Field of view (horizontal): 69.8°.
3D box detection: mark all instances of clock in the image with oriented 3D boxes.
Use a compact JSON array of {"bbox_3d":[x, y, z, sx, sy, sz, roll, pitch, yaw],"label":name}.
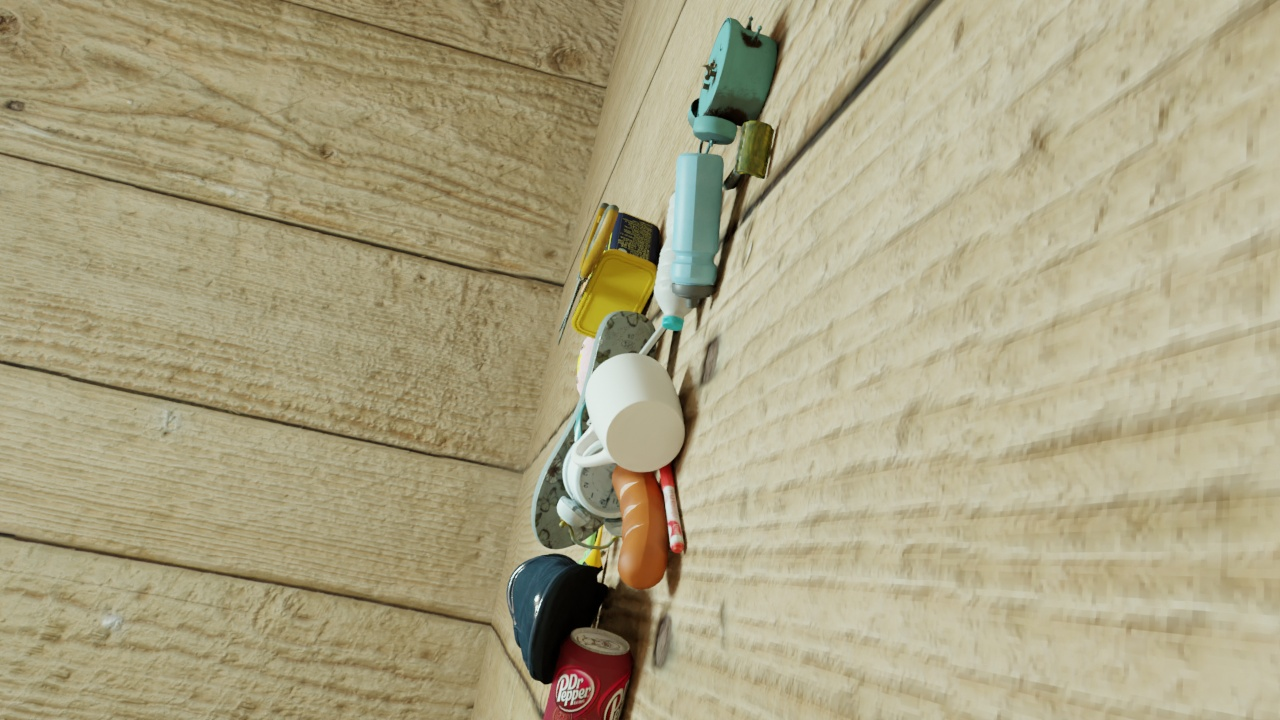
[{"bbox_3d":[-0.035,0.124,0.884,0.057,0.083,0.117,-166,90,-75],"label":"clock"},{"bbox_3d":[0.075,-0.231,0.793,0.090,0.053,0.124,-92,17,-61],"label":"clock"}]

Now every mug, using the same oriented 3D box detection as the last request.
[{"bbox_3d":[-0.016,0.058,0.802,0.114,0.081,0.087,-41,23,8],"label":"mug"}]

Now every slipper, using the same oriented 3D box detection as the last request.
[{"bbox_3d":[-0.091,0.234,0.864,0.266,0.083,0.108,79,-146,-75],"label":"slipper"},{"bbox_3d":[-0.034,0.079,0.977,0.055,0.098,0.268,12,80,57],"label":"slipper"}]

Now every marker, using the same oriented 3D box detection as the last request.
[{"bbox_3d":[0.024,0.113,0.752,0.142,0.013,0.013,-97,22,-66],"label":"marker"}]

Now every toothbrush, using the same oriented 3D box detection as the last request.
[{"bbox_3d":[-0.054,0.231,1.017,0.031,0.031,0.196,121,163,-77],"label":"toothbrush"}]

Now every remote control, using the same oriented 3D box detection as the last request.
[{"bbox_3d":[-0.005,0.005,0.905,0.146,0.008,0.045,-53,2,-16],"label":"remote control"}]

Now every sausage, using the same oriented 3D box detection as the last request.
[{"bbox_3d":[0.000,0.133,0.765,0.164,0.044,0.039,-98,12,-67],"label":"sausage"}]

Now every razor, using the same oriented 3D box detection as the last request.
[{"bbox_3d":[0.083,-0.157,0.750,0.106,0.026,0.042,139,141,-82],"label":"razor"}]

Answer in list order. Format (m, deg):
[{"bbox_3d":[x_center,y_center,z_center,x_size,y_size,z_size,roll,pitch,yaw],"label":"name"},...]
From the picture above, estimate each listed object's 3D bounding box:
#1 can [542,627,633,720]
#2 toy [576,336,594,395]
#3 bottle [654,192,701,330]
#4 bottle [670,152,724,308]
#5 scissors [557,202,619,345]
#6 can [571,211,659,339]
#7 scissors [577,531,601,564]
[{"bbox_3d":[-0.047,0.290,0.773,0.063,0.063,0.114,-147,70,-81],"label":"can"},{"bbox_3d":[-0.060,0.010,1.235,0.093,0.050,0.102,-138,57,-81],"label":"toy"},{"bbox_3d":[0.040,-0.094,0.845,0.044,0.044,0.136,129,153,-70],"label":"bottle"},{"bbox_3d":[0.048,-0.109,0.783,0.040,0.040,0.130,-128,41,-79],"label":"bottle"},{"bbox_3d":[-0.061,-0.124,1.112,0.230,0.016,0.224,127,162,-60],"label":"scissors"},{"bbox_3d":[-0.029,-0.106,1.170,0.104,0.075,0.136,-83,17,-48],"label":"can"},{"bbox_3d":[-0.064,0.234,1.118,0.172,0.024,0.165,129,159,-66],"label":"scissors"}]
